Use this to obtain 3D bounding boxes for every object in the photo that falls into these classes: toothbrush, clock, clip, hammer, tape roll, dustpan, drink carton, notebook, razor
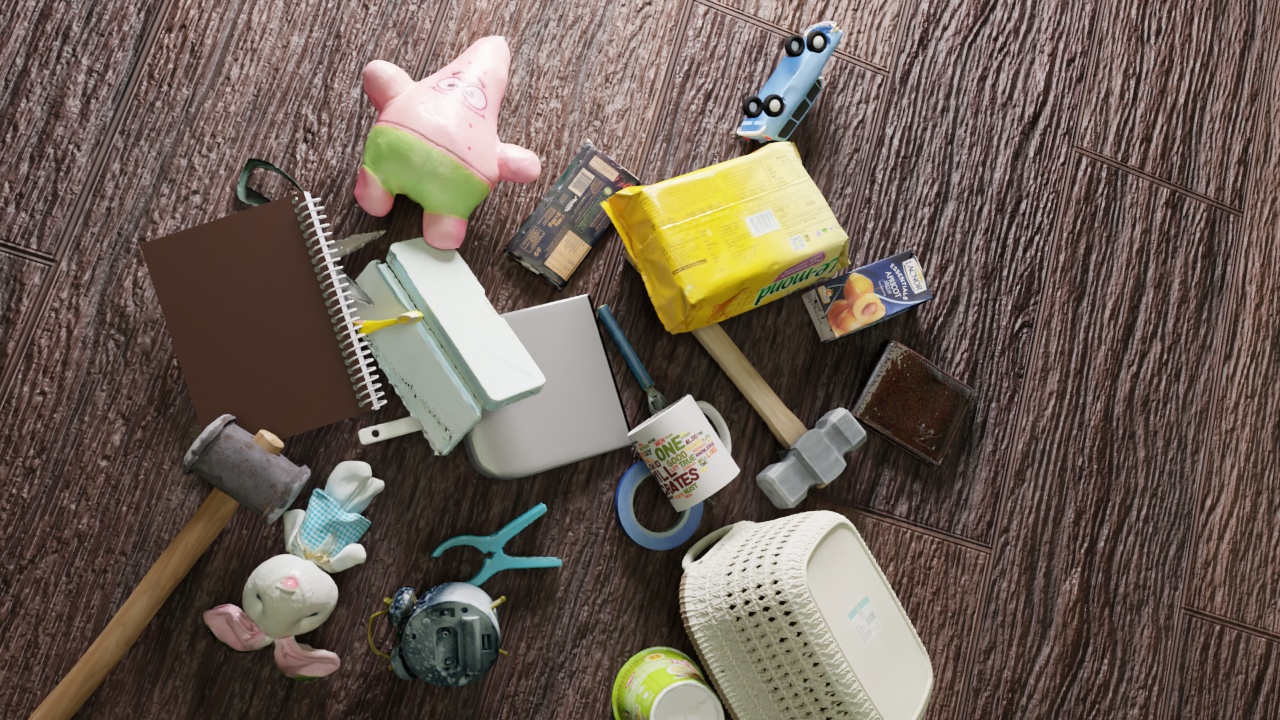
[{"bbox_3d":[-0.262,-0.030,0.863,0.136,0.016,0.021,-10,94,25],"label":"toothbrush"},{"bbox_3d":[-0.188,0.253,0.850,0.129,0.052,0.090,-1,104,-7],"label":"clock"},{"bbox_3d":[-0.138,0.202,0.894,0.126,0.028,0.113,-6,82,-14],"label":"clip"},{"bbox_3d":[0.096,0.000,0.963,0.117,0.051,0.323,-39,89,-17],"label":"hammer"},{"bbox_3d":[0.019,0.146,0.939,0.093,0.016,0.091,-43,93,-14],"label":"tape roll"},{"bbox_3d":[-0.425,0.199,0.807,0.098,0.052,0.328,37,85,-9],"label":"hammer"},{"bbox_3d":[-0.149,0.041,0.912,0.257,0.033,0.163,-15,85,-23],"label":"dustpan"},{"bbox_3d":[0.250,-0.071,1.008,0.130,0.040,0.064,-21,88,-15],"label":"drink carton"},{"bbox_3d":[-0.346,-0.032,0.847,0.171,0.022,0.209,-17,93,3],"label":"notebook"},{"bbox_3d":[-0.006,0.006,0.951,0.042,0.022,0.144,-29,89,-16],"label":"razor"}]

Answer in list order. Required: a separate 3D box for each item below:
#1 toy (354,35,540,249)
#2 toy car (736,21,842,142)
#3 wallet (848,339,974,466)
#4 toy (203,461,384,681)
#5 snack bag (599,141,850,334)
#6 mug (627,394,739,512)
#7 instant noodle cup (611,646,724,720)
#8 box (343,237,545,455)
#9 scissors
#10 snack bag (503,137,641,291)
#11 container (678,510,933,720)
[{"bbox_3d":[-0.186,-0.232,0.910,0.192,0.097,0.236,28,69,-14],"label":"toy"},{"bbox_3d":[0.167,-0.302,1.006,0.054,0.056,0.153,36,87,-27],"label":"toy car"},{"bbox_3d":[0.299,0.047,1.009,0.120,0.031,0.099,31,80,-8],"label":"wallet"},{"bbox_3d":[-0.292,0.186,0.822,0.131,0.106,0.205,31,78,-10],"label":"toy"},{"bbox_3d":[0.096,-0.133,0.945,0.246,0.068,0.159,-22,80,-23],"label":"snack bag"},{"bbox_3d":[0.051,0.085,0.913,0.105,0.074,0.089,-32,89,-42],"label":"mug"},{"bbox_3d":[0.031,0.330,0.870,0.099,0.108,0.099,2,81,-13],"label":"instant noodle cup"},{"bbox_3d":[-0.191,-0.020,0.877,0.126,0.075,0.197,-39,72,9],"label":"box"},{"bbox_3d":[-0.348,-0.087,0.875,0.202,0.015,0.204,40,85,14],"label":"scissors"},{"bbox_3d":[-0.070,-0.152,0.960,0.074,0.018,0.155,37,77,-5],"label":"snack bag"},{"bbox_3d":[0.159,0.263,0.864,0.184,0.143,0.246,-31,90,-52],"label":"container"}]
